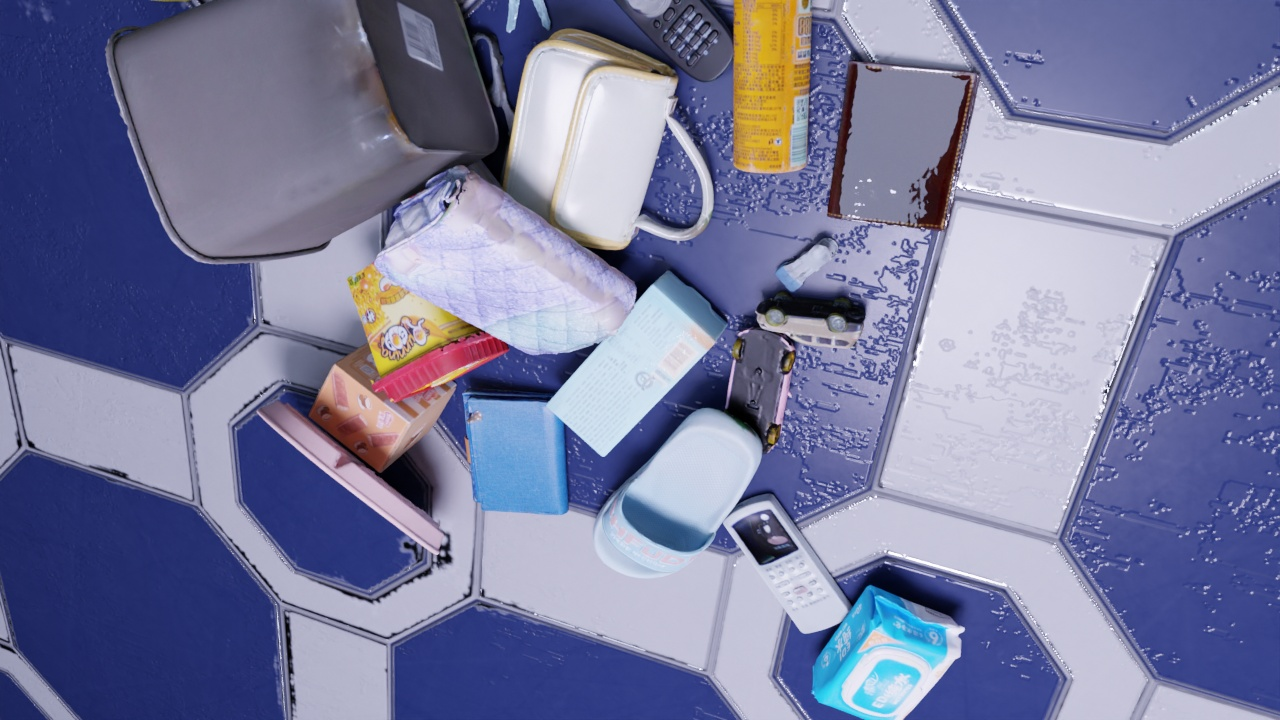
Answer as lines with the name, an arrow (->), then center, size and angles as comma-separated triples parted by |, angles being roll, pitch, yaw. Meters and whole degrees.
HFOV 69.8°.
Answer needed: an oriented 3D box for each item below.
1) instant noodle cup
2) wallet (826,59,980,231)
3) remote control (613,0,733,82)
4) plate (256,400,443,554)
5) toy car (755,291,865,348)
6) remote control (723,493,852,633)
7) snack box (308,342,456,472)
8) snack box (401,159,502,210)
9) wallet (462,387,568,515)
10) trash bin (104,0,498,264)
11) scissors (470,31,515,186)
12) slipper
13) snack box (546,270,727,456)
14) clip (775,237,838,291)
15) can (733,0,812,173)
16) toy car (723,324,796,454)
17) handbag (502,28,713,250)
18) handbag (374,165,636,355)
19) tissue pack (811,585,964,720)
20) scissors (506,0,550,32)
instant noodle cup -> -0.204, -0.041, 0.864 | 0.116, 0.115, 0.123 | -25, 90, 28
wallet -> 0.200, -0.164, 0.707 | 0.096, 0.020, 0.122 | 9, 114, 11
remote control -> 0.021, -0.277, 0.720 | 0.136, 0.024, 0.053 | 46, 121, -2
plate -> -0.287, 0.115, 0.927 | 0.229, 0.230, 0.028 | 38, 75, 1
toy car -> 0.142, -0.033, 0.771 | 0.090, 0.042, 0.035 | 10, 117, 16
remote control -> 0.141, 0.197, 0.885 | 0.058, 0.021, 0.150 | -32, 100, 28
snack box -> -0.258, 0.040, 0.922 | 0.094, 0.092, 0.077 | 38, 120, 1
snack box -> -0.177, -0.157, 0.837 | 0.085, 0.026, 0.157 | -37, 92, 29
wallet -> -0.126, 0.093, 0.929 | 0.106, 0.040, 0.133 | 3, 114, 10
trash bin -> -0.257, -0.206, 0.739 | 0.220, 0.198, 0.198 | -16, 95, 23
scissors -> -0.108, -0.206, 0.806 | 0.174, 0.014, 0.159 | -35, 98, 30
slipper -> 0.030, 0.139, 0.856 | 0.104, 0.074, 0.246 | 34, 131, 1
snack box -> -0.005, 0.005, 0.837 | 0.074, 0.051, 0.175 | 43, 119, 0
clip -> 0.139, -0.080, 0.766 | 0.057, 0.029, 0.024 | -36, 95, 36
can -> 0.100, -0.219, 0.697 | 0.058, 0.058, 0.146 | 6, 114, 18
toy car -> 0.105, 0.026, 0.814 | 0.056, 0.037, 0.122 | 15, 115, 18
handbag -> -0.019, -0.168, 0.760 | 0.179, 0.063, 0.164 | 19, 123, 2
handbag -> -0.114, -0.079, 0.775 | 0.134, 0.075, 0.193 | -13, 146, 44
tissue pack -> 0.227, 0.278, 0.855 | 0.090, 0.063, 0.140 | 22, 119, -5
scissors -> -0.106, -0.336, 0.748 | 0.105, 0.017, 0.136 | 21, 122, 9
